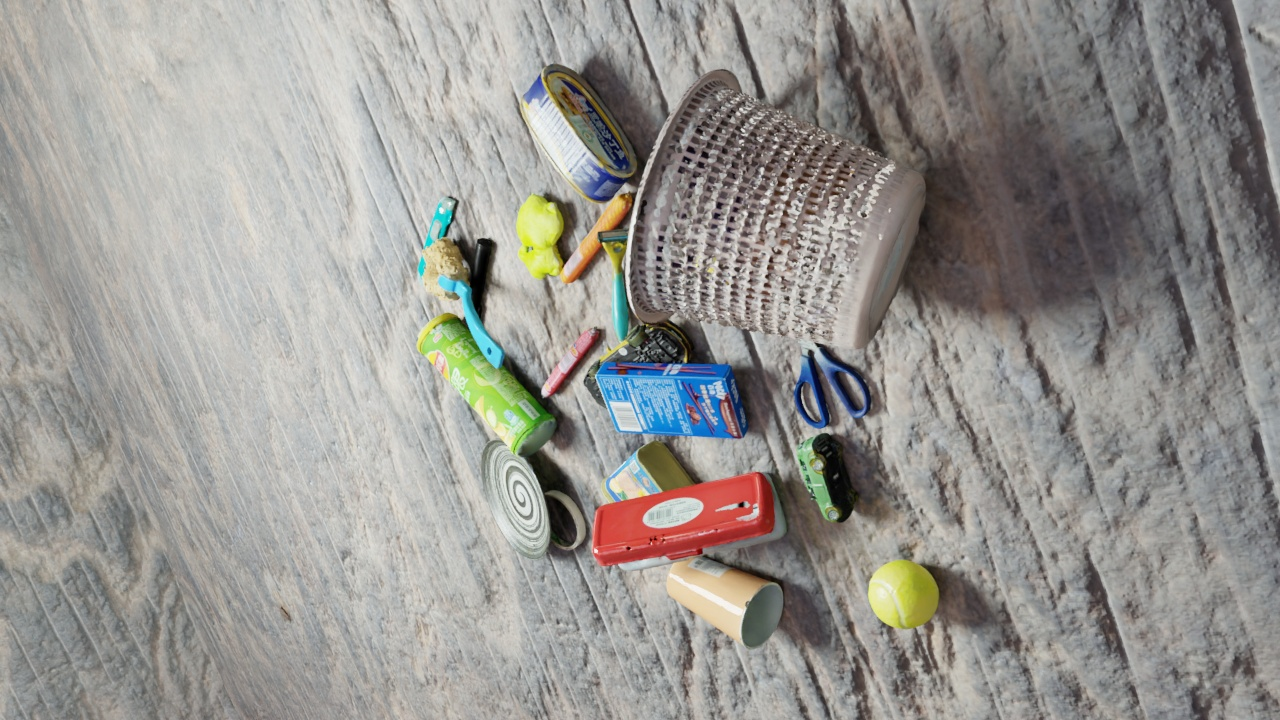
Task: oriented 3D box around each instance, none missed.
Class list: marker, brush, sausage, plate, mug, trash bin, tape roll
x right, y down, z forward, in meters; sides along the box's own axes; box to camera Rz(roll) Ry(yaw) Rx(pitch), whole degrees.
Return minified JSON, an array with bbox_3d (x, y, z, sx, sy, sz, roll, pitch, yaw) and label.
[{"bbox_3d":[-0.212,-0.100,1.198,0.022,0.020,0.132,31,129,18],"label":"marker"},{"bbox_3d":[-0.222,-0.072,1.150,0.254,0.045,0.083,52,132,44],"label":"brush"},{"bbox_3d":[-0.051,-0.135,1.032,0.021,0.021,0.166,53,135,9],"label":"sausage"},{"bbox_3d":[-0.089,0.004,1.135,0.020,0.020,0.156,52,135,11],"label":"sausage"},{"bbox_3d":[-0.168,0.192,1.280,0.179,0.024,0.180,26,124,46],"label":"plate"},{"bbox_3d":[0.093,0.270,1.058,0.123,0.078,0.078,18,121,41],"label":"mug"},{"bbox_3d":[0.122,-0.108,0.769,0.192,0.226,0.228,21,123,20],"label":"trash bin"},{"bbox_3d":[-0.111,0.220,1.261,0.086,0.013,0.086,20,122,35],"label":"tape roll"}]

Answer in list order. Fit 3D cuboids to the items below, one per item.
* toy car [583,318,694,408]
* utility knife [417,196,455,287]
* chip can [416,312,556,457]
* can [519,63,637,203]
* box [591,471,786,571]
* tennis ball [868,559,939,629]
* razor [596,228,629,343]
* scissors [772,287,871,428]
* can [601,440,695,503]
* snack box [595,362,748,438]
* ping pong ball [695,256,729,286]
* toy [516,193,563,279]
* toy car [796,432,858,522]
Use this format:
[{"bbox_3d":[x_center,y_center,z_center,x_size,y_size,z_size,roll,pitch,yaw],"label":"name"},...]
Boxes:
[{"bbox_3d":[-0.006,0.006,1.037,0.071,0.041,0.156,43,134,-10],"label":"toy car"},{"bbox_3d":[-0.279,-0.158,1.236,0.029,0.013,0.165,47,134,18],"label":"utility knife"},{"bbox_3d":[-0.203,0.033,1.216,0.221,0.072,0.073,44,133,19],"label":"chip can"},{"bbox_3d":[-0.065,-0.237,0.959,0.049,0.074,0.148,-40,80,43],"label":"can"},{"bbox_3d":[0.056,0.188,1.005,0.202,0.095,0.099,-15,130,15],"label":"box"},{"bbox_3d":[0.255,0.227,0.891,0.065,0.065,0.065,20,122,35],"label":"tennis ball"},{"bbox_3d":[-0.024,-0.082,1.027,0.028,0.043,0.133,-114,19,-63],"label":"razor"},{"bbox_3d":[0.161,-0.008,0.906,0.171,0.012,0.142,43,132,21],"label":"scissors"},{"bbox_3d":[0.014,0.157,1.087,0.102,0.057,0.083,52,132,10],"label":"can"},{"bbox_3d":[0.034,0.043,0.997,0.157,0.026,0.084,1,128,29],"label":"snack box"},{"bbox_3d":[0.075,-0.092,0.922,0.040,0.040,0.040,20,122,35],"label":"ping pong ball"},{"bbox_3d":[-0.120,-0.146,1.084,0.097,0.031,0.100,-8,104,46],"label":"toy"},{"bbox_3d":[0.186,0.118,0.919,0.036,0.043,0.091,-18,95,43],"label":"toy car"}]
